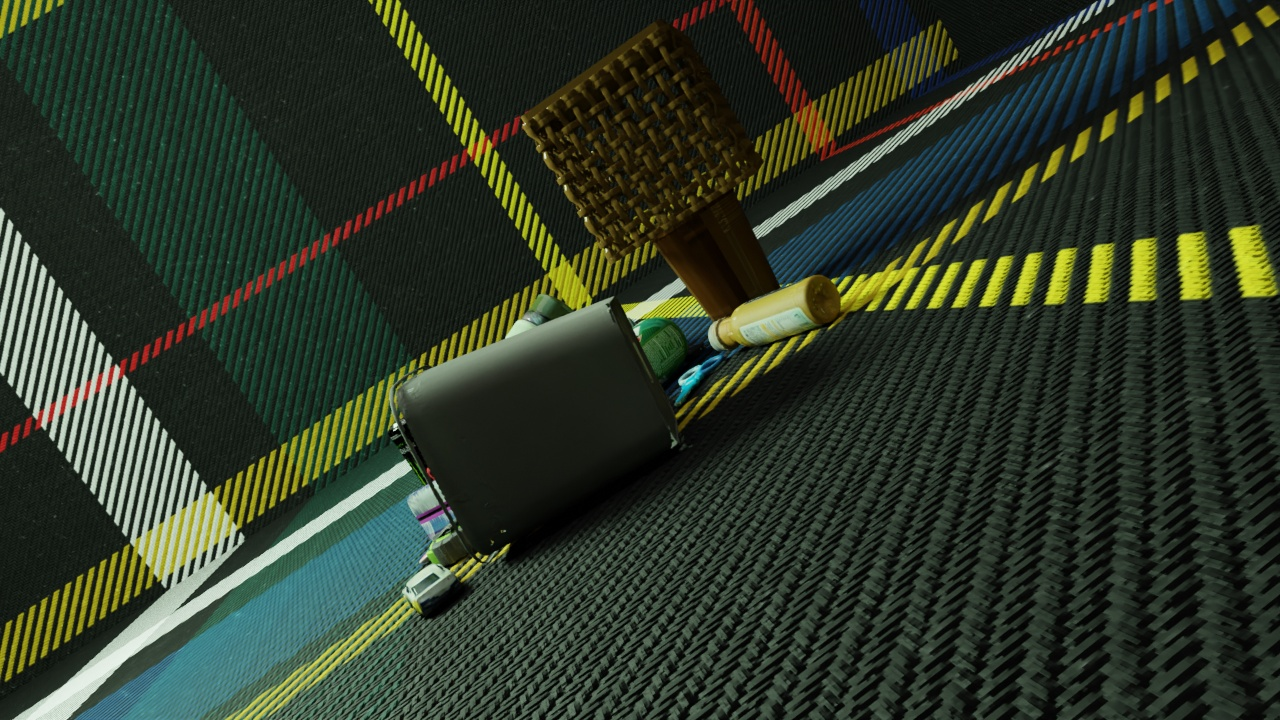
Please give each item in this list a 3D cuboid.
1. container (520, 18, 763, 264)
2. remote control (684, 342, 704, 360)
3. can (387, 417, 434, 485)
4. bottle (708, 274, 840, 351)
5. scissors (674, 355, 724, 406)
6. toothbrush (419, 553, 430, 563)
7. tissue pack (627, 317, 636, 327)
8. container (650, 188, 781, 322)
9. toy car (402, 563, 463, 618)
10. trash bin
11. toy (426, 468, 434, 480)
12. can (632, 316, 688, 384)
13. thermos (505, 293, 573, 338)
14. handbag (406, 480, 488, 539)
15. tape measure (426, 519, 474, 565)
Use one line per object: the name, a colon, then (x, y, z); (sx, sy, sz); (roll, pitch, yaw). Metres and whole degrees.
container: (0.013, -0.294, 1.237); (0.220, 0.214, 0.251); (-31, 8, 16)
remote control: (0.045, -0.003, 1.301); (0.032, 0.015, 0.137); (-37, 12, -29)
can: (-0.334, 0.148, 1.420); (0.054, 0.137, 0.054); (-32, 8, 5)
bottle: (0.145, -0.048, 1.043); (0.053, 0.053, 0.187); (-38, 9, -32)
scissors: (0.060, 0.026, 1.081); (0.066, 0.015, 0.134); (-27, 7, 26)
toothbrush: (-0.200, 0.196, 1.056); (0.135, 0.016, 0.021); (-32, 4, 6)
tissue pack: (-0.077, 0.002, 1.368); (0.181, 0.070, 0.112); (-35, 9, -35)
container: (0.113, -0.130, 1.252); (0.132, 0.167, 0.132); (-32, 8, 5)
toy car: (-0.205, 0.218, 0.888); (0.048, 0.033, 0.106); (-38, 8, -21)
trash bin: (-0.093, 0.053, 0.922); (0.220, 0.197, 0.197); (-26, 7, 5)
toy: (-0.231, 0.137, 1.321); (0.133, 0.088, 0.094); (-30, -3, 12)
can: (-0.007, 0.007, 1.199); (0.083, 0.083, 0.143); (-23, 12, 49)
thermos: (-0.169, 0.016, 1.269); (0.231, 0.082, 0.082); (-58, 15, -15)
handbag: (-0.208, 0.158, 1.187); (0.145, 0.068, 0.169); (-29, 2, 34)
tape measure: (-0.202, 0.194, 1.003); (0.059, 0.036, 0.065); (-29, 8, 23)
